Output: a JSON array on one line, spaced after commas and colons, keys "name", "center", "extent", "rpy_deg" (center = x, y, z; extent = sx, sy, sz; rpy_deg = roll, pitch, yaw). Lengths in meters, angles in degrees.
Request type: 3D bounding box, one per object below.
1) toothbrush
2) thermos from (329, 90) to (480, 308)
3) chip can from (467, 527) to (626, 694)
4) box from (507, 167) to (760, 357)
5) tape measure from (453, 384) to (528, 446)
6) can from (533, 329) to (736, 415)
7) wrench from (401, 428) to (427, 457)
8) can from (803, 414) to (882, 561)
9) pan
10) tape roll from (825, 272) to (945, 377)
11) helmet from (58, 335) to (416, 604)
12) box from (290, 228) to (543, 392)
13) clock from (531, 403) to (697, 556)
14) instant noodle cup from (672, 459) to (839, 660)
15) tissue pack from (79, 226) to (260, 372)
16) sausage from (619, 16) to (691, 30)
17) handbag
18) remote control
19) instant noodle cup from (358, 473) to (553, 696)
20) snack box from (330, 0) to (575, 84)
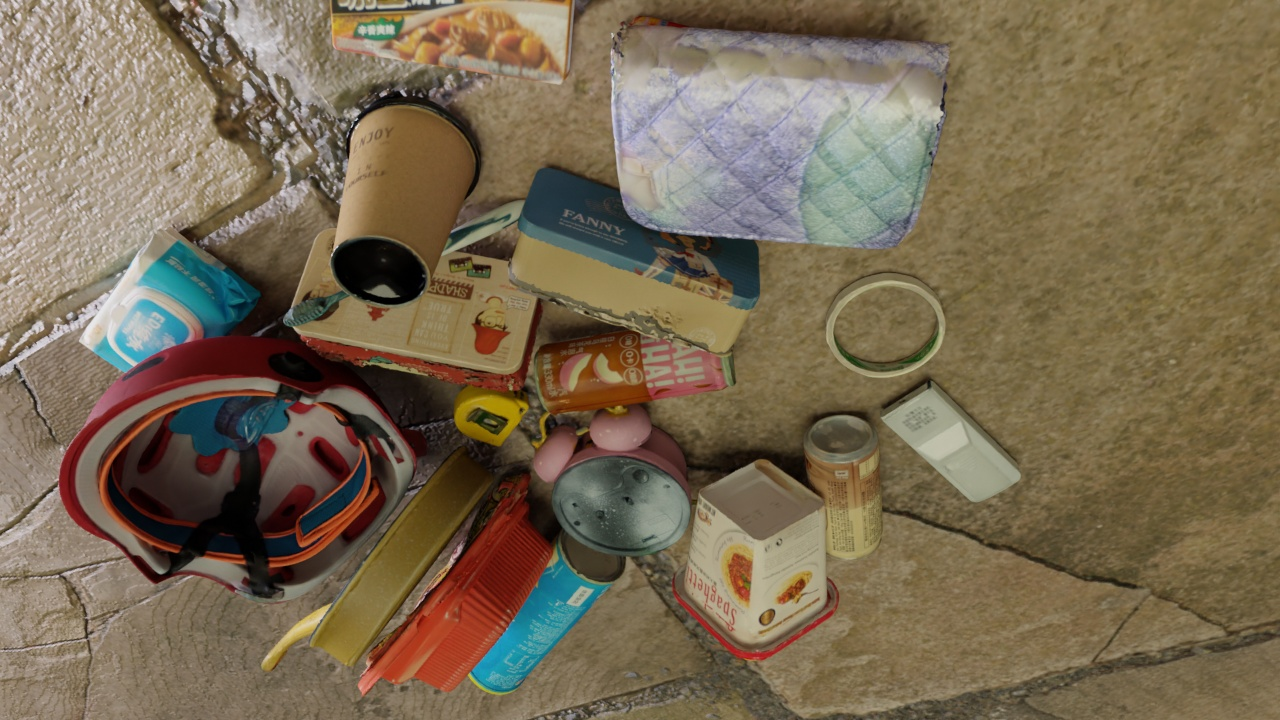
[{"name": "toothbrush", "center": [-0.162, -0.071, 0.646], "extent": [0.191, 0.018, 0.016], "rpy_deg": [-28, 88, -11]}, {"name": "thermos", "center": [-0.159, -0.106, 0.609], "extent": [0.093, 0.143, 0.093], "rpy_deg": [1, 137, 1]}, {"name": "chip can", "center": [-0.096, 0.239, 0.881], "extent": [0.071, 0.071, 0.211], "rpy_deg": [29, 123, -12]}, {"name": "box", "center": [-0.009, -0.070, 0.636], "extent": [0.184, 0.089, 0.060], "rpy_deg": [18, 127, -11]}, {"name": "tape measure", "center": [-0.127, 0.045, 0.765], "extent": [0.057, 0.028, 0.060], "rpy_deg": [21, 127, -28]}, {"name": "can", "center": [-0.004, 0.004, 0.701], "extent": [0.147, 0.057, 0.058], "rpy_deg": [-9, 123, 10]}, {"name": "wrench", "center": [-0.324, 0.069, 0.829], "extent": [0.273, 0.016, 0.056], "rpy_deg": [4, 126, 7]}, {"name": "can", "center": [0.167, 0.105, 0.752], "extent": [0.058, 0.058, 0.116], "rpy_deg": [-5, 124, 12]}, {"name": "pan", "center": [-0.248, 0.202, 0.804], "extent": [0.078, 0.197, 0.358], "rpy_deg": [37, 124, -1]}, {"name": "tape roll", "center": [0.182, -0.025, 0.684], "extent": [0.086, 0.013, 0.086], "rpy_deg": [4, 126, 6]}, {"name": "helmet", "center": [-0.311, 0.064, 0.715], "extent": [0.240, 0.144, 0.207], "rpy_deg": [31, 105, -39]}, {"name": "box", "center": [-0.162, -0.031, 0.683], "extent": [0.168, 0.091, 0.076], "rpy_deg": [11, 160, 1]}, {"name": "clock", "center": [-0.024, 0.093, 0.773], "extent": [0.117, 0.059, 0.158], "rpy_deg": [-25, 119, 25]}, {"name": "instant noodle cup", "center": [0.096, 0.159, 0.754], "extent": [0.116, 0.116, 0.124], "rpy_deg": [-22, 127, -30]}, {"name": "tissue pack", "center": [-0.376, -0.033, 0.734], "extent": [0.090, 0.063, 0.140], "rpy_deg": [40, 121, -19]}, {"name": "sausage", "center": [0.062, -0.193, 0.580], "extent": [0.156, 0.020, 0.020], "rpy_deg": [15, 126, -2]}, {"name": "handbag", "center": [0.081, -0.140, 0.569], "extent": [0.194, 0.075, 0.134], "rpy_deg": [7, 147, 8]}, {"name": "remote control", "center": [0.250, 0.068, 0.735], "extent": [0.125, 0.024, 0.049], "rpy_deg": [40, 121, -18]}, {"name": "instant noodle cup", "center": [-0.148, 0.202, 0.786], "extent": [0.079, 0.188, 0.165], "rpy_deg": [38, 124, -2]}, {"name": "snack box", "center": [-0.118, -0.226, 0.581], "extent": [0.154, 0.026, 0.075], "rpy_deg": [10, 126, 2]}]
